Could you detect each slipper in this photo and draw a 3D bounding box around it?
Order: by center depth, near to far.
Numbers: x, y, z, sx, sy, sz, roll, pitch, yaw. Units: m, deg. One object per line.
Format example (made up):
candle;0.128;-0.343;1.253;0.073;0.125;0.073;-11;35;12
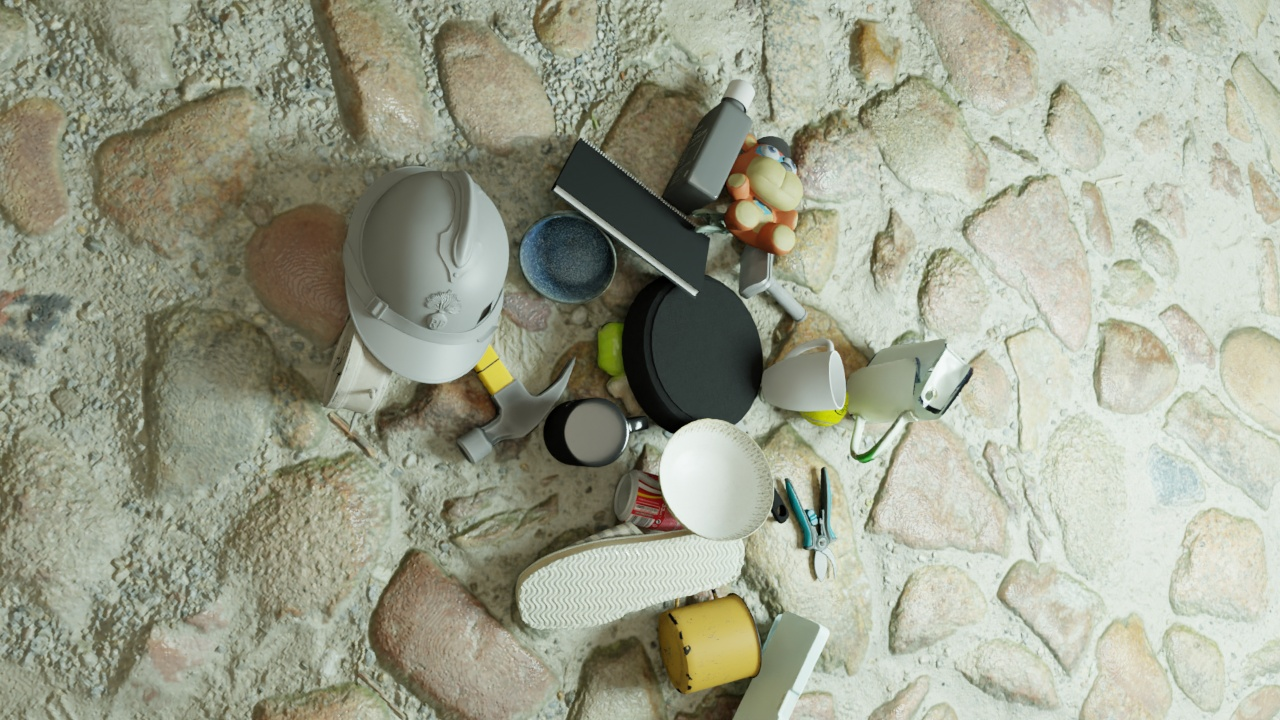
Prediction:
slipper;-0.011;0.245;1.069;0.272;0.054;0.114;-11;117;-11

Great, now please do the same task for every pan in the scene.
pan;0.107;0.055;1.133;0.203;0.044;0.356;-40;106;-35

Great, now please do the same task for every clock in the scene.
clock;-0.293;-0.010;0.988;0.061;0.104;0.156;19;54;-25

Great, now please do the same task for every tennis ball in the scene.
tennis ball;0.236;0.053;1.187;0.065;0.065;0.065;2;85;-20

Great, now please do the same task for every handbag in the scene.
handbag;0.318;0.053;1.172;0.074;0.151;0.175;41;74;-13

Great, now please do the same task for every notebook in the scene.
notebook;-0.004;-0.173;1.093;0.206;0.016;0.148;36;32;-14

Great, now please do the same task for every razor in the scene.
razor;0.176;-0.090;1.185;0.116;0.047;0.088;41;39;-30

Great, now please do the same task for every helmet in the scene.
helmet;-0.205;-0.119;0.966;0.183;0.118;0.270;16;58;-30

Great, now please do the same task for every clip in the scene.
clip;0.093;-0.175;1.160;0.075;0.023;0.042;-6;86;-51

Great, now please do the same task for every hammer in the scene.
hammer;-0.210;-0.055;1.052;0.169;0.034;0.324;-36;97;-20

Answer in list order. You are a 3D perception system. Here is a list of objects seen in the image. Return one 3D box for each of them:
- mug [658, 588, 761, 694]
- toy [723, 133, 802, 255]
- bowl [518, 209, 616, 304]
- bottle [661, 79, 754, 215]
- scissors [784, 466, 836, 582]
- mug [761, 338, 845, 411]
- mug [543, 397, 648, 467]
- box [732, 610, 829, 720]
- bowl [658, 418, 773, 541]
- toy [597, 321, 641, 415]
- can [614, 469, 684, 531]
mug;0.075;0.326;1.093;0.094;0.101;0.123;-8;66;-19
toy;0.153;-0.214;1.162;0.112;0.096;0.175;27;43;-25
bowl;-0.081;-0.129;1.079;0.114;0.060;0.114;4;121;7
bottle;0.094;-0.274;1.153;0.046;0.084;0.173;30;75;-16
scissors;0.229;0.206;1.198;0.156;0.019;0.124;40;75;-15
mug;0.204;0.015;1.144;0.071;0.090;0.107;59;35;-39
mug;-0.047;0.081;1.068;0.113;0.088;0.078;-9;89;-21
box;0.159;0.403;1.102;0.074;0.126;0.197;25;76;19
bowl;0.076;0.145;1.058;0.145;0.063;0.145;10;64;-21
toy;-0.007;0.007;1.114;0.092;0.043;0.118;-15;94;-25
can;0.026;0.172;1.101;0.104;0.064;0.064;17;80;-18
